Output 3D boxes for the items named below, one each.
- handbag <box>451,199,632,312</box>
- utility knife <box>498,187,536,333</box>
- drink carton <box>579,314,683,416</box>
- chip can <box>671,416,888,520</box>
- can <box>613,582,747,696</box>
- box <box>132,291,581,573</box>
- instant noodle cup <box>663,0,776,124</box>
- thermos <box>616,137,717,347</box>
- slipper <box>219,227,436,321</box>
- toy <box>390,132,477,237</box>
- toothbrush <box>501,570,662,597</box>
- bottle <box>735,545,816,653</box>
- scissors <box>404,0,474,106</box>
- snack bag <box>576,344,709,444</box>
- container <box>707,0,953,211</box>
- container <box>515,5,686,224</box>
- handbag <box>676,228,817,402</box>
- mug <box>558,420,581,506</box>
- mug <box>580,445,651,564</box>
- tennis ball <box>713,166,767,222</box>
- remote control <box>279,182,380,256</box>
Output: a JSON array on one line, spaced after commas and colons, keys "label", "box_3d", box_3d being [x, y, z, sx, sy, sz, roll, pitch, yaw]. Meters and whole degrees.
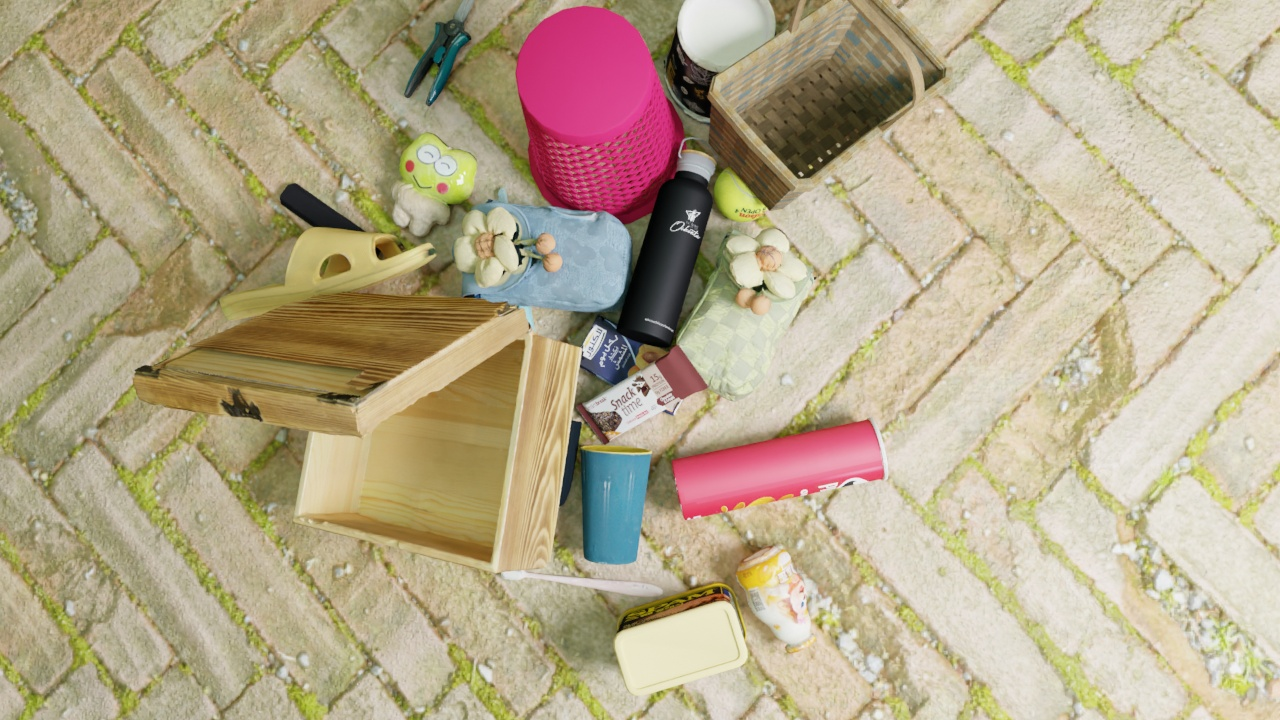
[{"label": "handbag", "box_3d": [-0.105, -0.112, 0.994, 0.192, 0.118, 0.121, 7, 82, 6]}, {"label": "utility knife", "box_3d": [-0.145, -0.113, 1.056, 0.022, 0.016, 0.179, -10, 86, 2]}, {"label": "drink carton", "box_3d": [-0.006, 0.006, 1.024, 0.130, 0.040, 0.064, 28, 87, 6]}, {"label": "chip can", "box_3d": [0.148, 0.118, 0.990, 0.220, 0.069, 0.069, -12, 84, 3]}, {"label": "can", "box_3d": [0.042, 0.292, 0.963, 0.135, 0.104, 0.075, -18, 84, 2]}, {"label": "box", "box_3d": [-0.257, 0.035, 0.866, 0.280, 0.315, 0.282, 5, 83, 30]}, {"label": "instant noodle cup", "box_3d": [0.092, -0.347, 1.012, 0.137, 0.112, 0.137, 0, 84, 3]}, {"label": "thermos", "box_3d": [0.036, -0.132, 0.991, 0.061, 0.061, 0.231, 16, 81, 5]}, {"label": "slipper", "box_3d": [-0.350, -0.107, 1.018, 0.264, 0.099, 0.078, -14, 95, 13]}, {"label": "toy", "box_3d": [-0.243, -0.199, 1.057, 0.092, 0.046, 0.115, 30, 96, 3]}, {"label": "toothbrush", "box_3d": [-0.065, 0.247, 1.019, 0.181, 0.018, 0.015, 6, 86, 4]}, {"label": "bottle", "box_3d": [0.148, 0.256, 0.981, 0.063, 0.063, 0.108, -27, 84, 1]}, {"label": "scissors", "box_3d": [-0.227, -0.363, 1.081, 0.128, 0.019, 0.140, -19, 77, 8]}, {"label": "snack bag", "box_3d": [-0.001, 0.040, 0.990, 0.158, 0.013, 0.057, -31, 97, 34]}, {"label": "container", "box_3d": [0.199, -0.284, 0.932, 0.249, 0.187, 0.157, -38, 83, -21]}, {"label": "container", "box_3d": [-0.047, -0.256, 0.956, 0.183, 0.226, 0.183, 0, 85, 4]}, {"label": "handbag", "box_3d": [0.114, -0.056, 0.975, 0.113, 0.117, 0.186, 26, 71, 3]}, {"label": "mug", "box_3d": [-0.128, 0.105, 1.010, 0.122, 0.085, 0.094, 6, 85, 32]}, {"label": "mug", "box_3d": [-0.030, 0.156, 0.999, 0.078, 0.078, 0.121, 3, 90, 4]}, {"label": "tennis ball", "box_3d": [0.114, -0.187, 1.020, 0.065, 0.065, 0.065, 0, 85, 4]}, {"label": "remote control", "box_3d": [-0.364, -0.161, 1.075, 0.136, 0.015, 0.032, 35, 88, 6]}]
